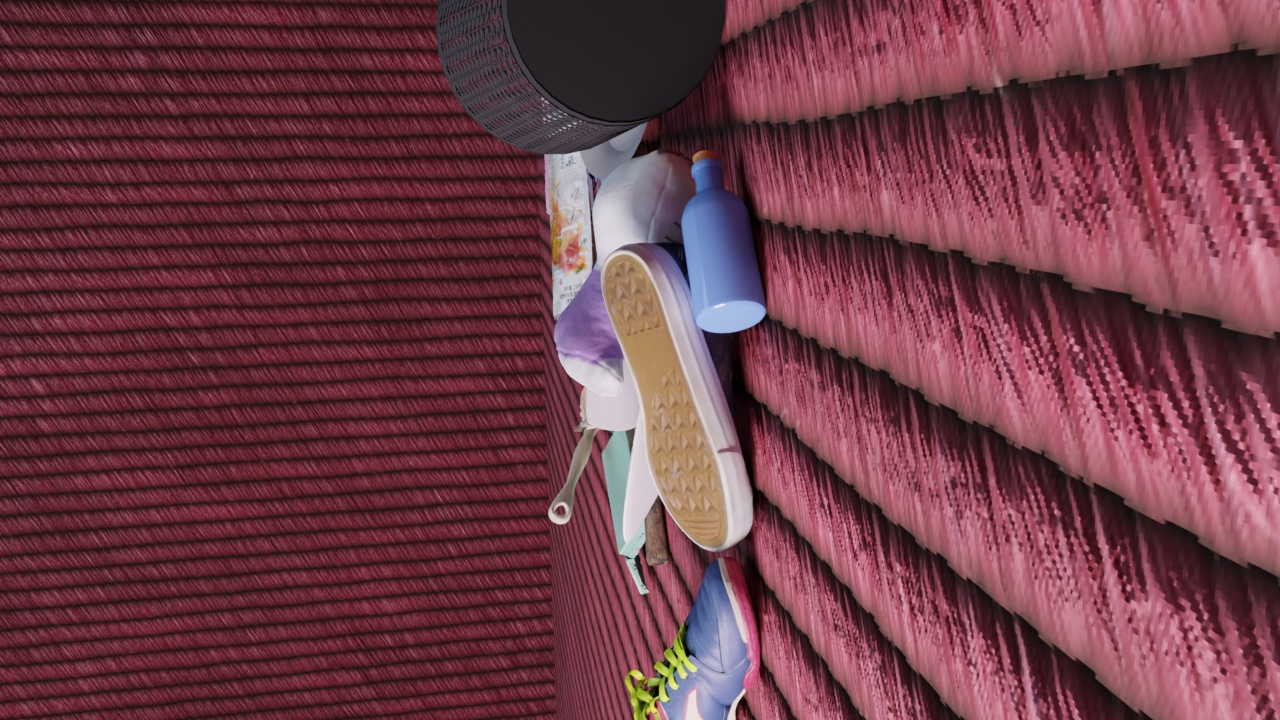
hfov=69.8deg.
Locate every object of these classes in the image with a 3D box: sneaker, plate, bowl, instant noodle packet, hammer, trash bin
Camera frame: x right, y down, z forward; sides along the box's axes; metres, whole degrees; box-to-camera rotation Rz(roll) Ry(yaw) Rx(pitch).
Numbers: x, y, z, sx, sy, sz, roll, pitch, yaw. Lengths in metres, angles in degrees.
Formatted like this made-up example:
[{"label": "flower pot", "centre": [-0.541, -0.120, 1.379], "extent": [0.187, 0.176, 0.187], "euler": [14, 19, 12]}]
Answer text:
[{"label": "sneaker", "centre": [0.036, 0.252, 0.707], "extent": [0.116, 0.091, 0.242], "euler": [-103, 14, -57]}, {"label": "plate", "centre": [0.025, 0.048, 0.803], "extent": [0.229, 0.030, 0.229], "euler": [13, -92, -84]}, {"label": "bowl", "centre": [-0.005, 0.005, 0.905], "extent": [0.131, 0.064, 0.132], "euler": [13, -91, -82]}, {"label": "plate", "centre": [-0.022, -0.282, 0.993], "extent": [0.173, 0.019, 0.172], "euler": [-9, 79, 59]}, {"label": "instant noodle packet", "centre": [-0.090, -0.185, 1.121], "extent": [0.147, 0.057, 0.269], "euler": [157, 108, -69]}, {"label": "sneaker", "centre": [0.045, 0.022, 0.671], "extent": [0.088, 0.079, 0.235], "euler": [-6, 104, 50]}, {"label": "hammer", "centre": [0.001, 0.070, 1.057], "extent": [0.120, 0.033, 0.329], "euler": [102, 163, -70]}, {"label": "trash bin", "centre": [-0.049, -0.279, 0.762], "extent": [0.243, 0.216, 0.217], "euler": [-140, 48, -68]}]

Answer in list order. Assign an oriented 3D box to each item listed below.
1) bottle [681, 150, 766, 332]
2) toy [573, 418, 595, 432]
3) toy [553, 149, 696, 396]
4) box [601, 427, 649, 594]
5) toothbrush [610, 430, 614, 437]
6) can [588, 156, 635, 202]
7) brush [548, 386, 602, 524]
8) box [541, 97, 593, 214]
[{"label": "bottle", "centre": [0.053, -0.087, 0.634], "extent": [0.048, 0.048, 0.131], "euler": [108, 157, -65]}, {"label": "toy", "centre": [-0.035, 0.055, 1.169], "extent": [0.112, 0.050, 0.087], "euler": [-58, 17, 0]}, {"label": "toy", "centre": [-0.010, -0.078, 0.755], "extent": [0.137, 0.085, 0.209], "euler": [-92, 23, -87]}, {"label": "box", "centre": [-0.016, 0.181, 1.149], "extent": [0.186, 0.056, 0.138], "euler": [-105, 22, -56]}, {"label": "toothbrush", "centre": [-0.037, 0.100, 1.329], "extent": [0.017, 0.014, 0.188], "euler": [-167, 74, -67]}, {"label": "can", "centre": [-0.029, -0.199, 1.077], "extent": [0.100, 0.054, 0.059], "euler": [-173, 78, -82]}, {"label": "brush", "centre": [-0.073, 0.114, 1.192], "extent": [0.271, 0.062, 0.077], "euler": [-71, -10, -53]}, {"label": "box", "centre": [-0.059, -0.299, 1.188], "extent": [0.173, 0.075, 0.233], "euler": [20, 115, 50]}]
